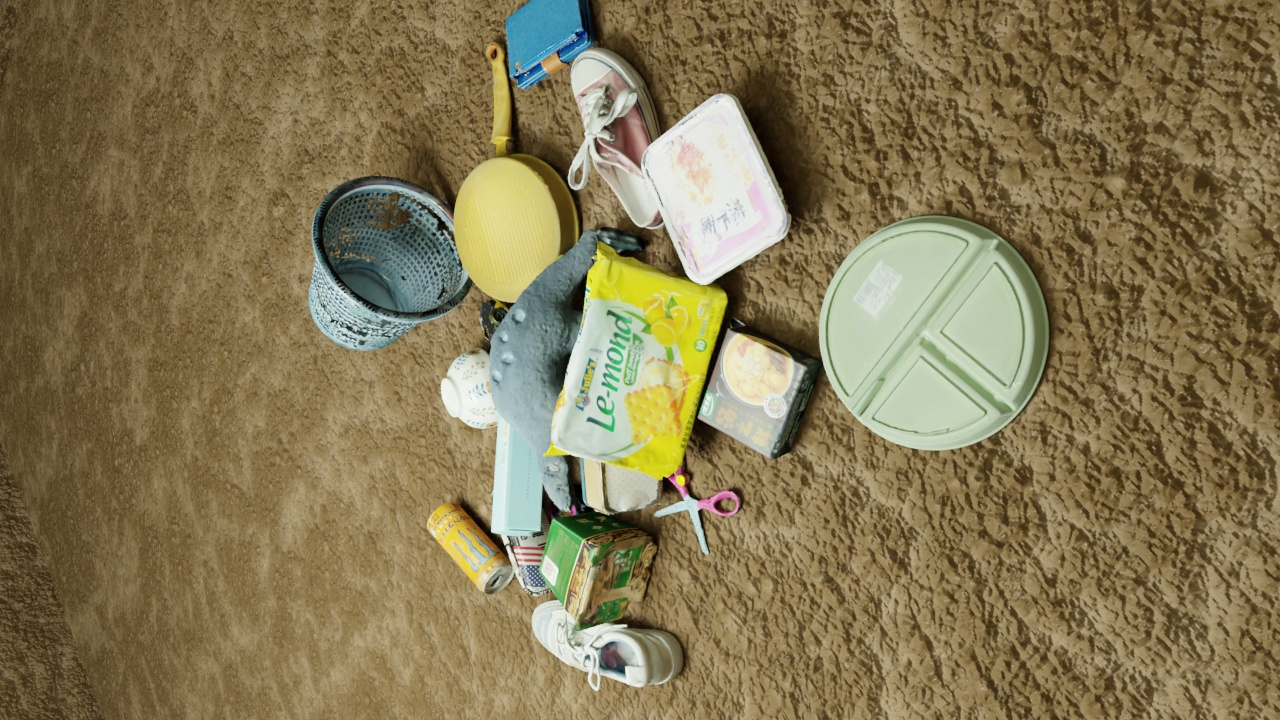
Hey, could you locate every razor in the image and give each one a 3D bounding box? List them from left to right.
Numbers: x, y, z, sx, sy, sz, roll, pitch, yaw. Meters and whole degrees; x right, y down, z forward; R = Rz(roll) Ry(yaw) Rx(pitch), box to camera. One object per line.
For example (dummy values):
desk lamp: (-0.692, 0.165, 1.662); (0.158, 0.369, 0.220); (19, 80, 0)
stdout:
razor: (-0.016, -0.082, 1.113); (0.068, 0.062, 0.167); (-11, 93, 9)

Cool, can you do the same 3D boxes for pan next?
pan: (-0.177, -0.253, 1.228); (0.198, 0.078, 0.357); (-11, 94, 37)

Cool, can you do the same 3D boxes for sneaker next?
sneaker: (-0.066, 0.369, 1.172); (0.243, 0.090, 0.089); (2, 95, 40)
sneaker: (-0.033, -0.265, 1.078); (0.119, 0.087, 0.241); (-30, 76, 38)

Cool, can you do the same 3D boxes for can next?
can: (-0.247, 0.271, 1.333); (0.146, 0.058, 0.058); (39, 118, 30)

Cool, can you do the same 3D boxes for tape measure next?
tape measure: (-0.092, 0.193, 1.207); (0.058, 0.039, 0.057); (30, 113, 34)

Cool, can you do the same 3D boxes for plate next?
plate: (0.273, -0.025, 0.889); (0.231, 0.027, 0.230); (4, 97, 39)

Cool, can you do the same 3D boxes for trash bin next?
trash bin: (-0.379, -0.119, 1.320); (0.196, 0.226, 0.226); (-37, 71, 49)

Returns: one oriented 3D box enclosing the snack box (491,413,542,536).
snack box: (-0.159, 0.140, 1.202); (0.074, 0.051, 0.174); (147, 127, -66)

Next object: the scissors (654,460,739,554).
scissors: (0.063, 0.166, 1.092); (0.134, 0.017, 0.133); (-20, 86, 39)

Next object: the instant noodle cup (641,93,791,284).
instant noodle cup: (0.091, -0.184, 0.999); (0.138, 0.060, 0.173); (-31, 77, 34)

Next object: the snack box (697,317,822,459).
snack box: (0.123, 0.029, 1.009); (0.126, 0.053, 0.113); (27, 112, 29)

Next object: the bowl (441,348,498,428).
bowl: (-0.239, 0.045, 1.279); (0.113, 0.062, 0.114); (34, 132, 47)

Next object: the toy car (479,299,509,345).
toy car: (-0.176, -0.015, 1.247); (0.155, 0.041, 0.071); (63, 150, 14)

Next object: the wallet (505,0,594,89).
wallet: (-0.116, -0.419, 1.164); (0.133, 0.040, 0.106); (-20, 74, 40)

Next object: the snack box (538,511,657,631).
snack box: (-0.062, 0.250, 1.142); (0.106, 0.117, 0.118); (27, 108, 40)

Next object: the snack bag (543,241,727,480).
snack bag: (-0.006, 0.006, 1.031); (0.068, 0.158, 0.246); (-152, 77, -72)

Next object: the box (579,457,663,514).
box: (-0.026, 0.089, 1.103); (0.062, 0.089, 0.184); (-3, 90, 63)

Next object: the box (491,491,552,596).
box: (-0.157, 0.241, 1.253); (0.164, 0.072, 0.060); (69, 154, 15)

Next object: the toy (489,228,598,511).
toy: (-0.119, 0.011, 1.142); (0.091, 0.138, 0.356); (-176, 89, -80)
